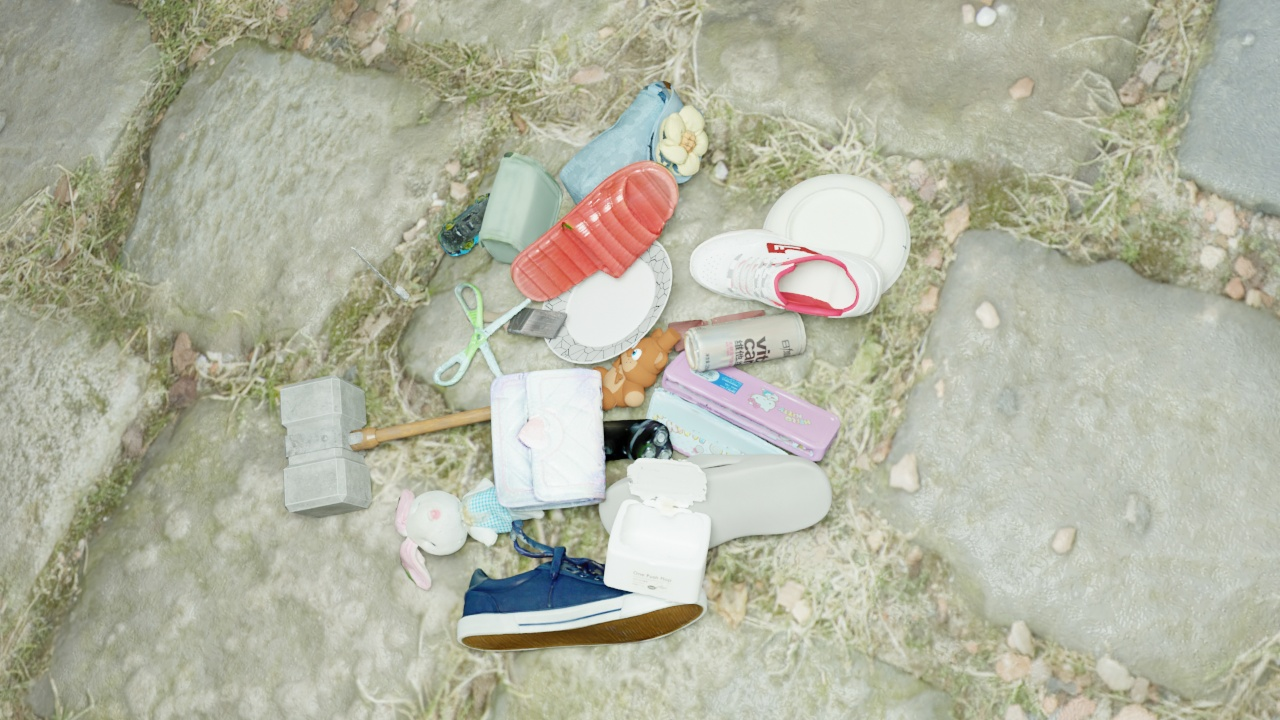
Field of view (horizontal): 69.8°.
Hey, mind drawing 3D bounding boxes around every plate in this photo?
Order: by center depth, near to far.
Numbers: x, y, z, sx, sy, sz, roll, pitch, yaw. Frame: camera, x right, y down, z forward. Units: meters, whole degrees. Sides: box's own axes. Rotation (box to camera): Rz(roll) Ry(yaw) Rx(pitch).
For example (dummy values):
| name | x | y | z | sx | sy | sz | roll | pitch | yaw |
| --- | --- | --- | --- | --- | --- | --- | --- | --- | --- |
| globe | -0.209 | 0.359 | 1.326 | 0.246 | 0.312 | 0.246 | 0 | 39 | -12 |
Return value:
| name | x | y | z | sx | sy | sz | roll | pitch | yaw |
| --- | --- | --- | --- | --- | --- | --- | --- | --- | --- |
| plate | 0.239 | -0.153 | 1.130 | 0.182 | 0.034 | 0.182 | -3 | 74 | 11 |
| plate | -0.041 | -0.077 | 1.153 | 0.189 | 0.016 | 0.188 | -16 | 56 | 25 |

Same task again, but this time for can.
| name | x | y | z | sx | sy | sz | roll | pitch | yaw |
| --- | --- | --- | --- | --- | --- | --- | --- | --- | --- |
| can | 0.123 | -0.022 | 1.089 | 0.135 | 0.054 | 0.054 | -9 | 72 | -9 |

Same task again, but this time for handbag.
| name | x | y | z | sx | sy | sz | roll | pitch | yaw |
| --- | --- | --- | --- | --- | --- | --- | --- | --- | --- |
| handbag | -0.105 | 0.090 | 1.056 | 0.126 | 0.069 | 0.158 | -7 | 71 | 6 |
| handbag | 0.095 | -0.043 | 1.128 | 0.119 | 0.055 | 0.029 | -15 | 112 | 1 |
| handbag | 0.000 | -0.251 | 1.158 | 0.192 | 0.122 | 0.118 | -43 | 52 | -6 |
| handbag | -0.159 | -0.192 | 1.189 | 0.067 | 0.106 | 0.121 | 10 | 77 | 18 |

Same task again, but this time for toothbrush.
| name | x | y | z | sx | sy | sz | roll | pitch | yaw |
| --- | --- | --- | --- | --- | --- | --- | --- | --- | --- |
| toothbrush | -0.327 | -0.111 | 1.161 | 0.010 | 0.181 | 0.010 | 22 | 77 | 11 |

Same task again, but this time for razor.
| name | x | y | z | sx | sy | sz | roll | pitch | yaw |
| --- | --- | --- | --- | --- | --- | --- | --- | --- | --- |
| razor | -0.030 | 0.101 | 1.098 | 0.141 | 0.063 | 0.053 | -5 | 109 | 26 |

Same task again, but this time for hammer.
| name | x | y | z | sx | sy | sz | roll | pitch | yaw |
| --- | --- | --- | --- | --- | --- | --- | --- | --- | --- |
| hammer | -0.287 | 0.086 | 1.150 | 0.318 | 0.083 | 0.162 | -12 | 73 | 9 |

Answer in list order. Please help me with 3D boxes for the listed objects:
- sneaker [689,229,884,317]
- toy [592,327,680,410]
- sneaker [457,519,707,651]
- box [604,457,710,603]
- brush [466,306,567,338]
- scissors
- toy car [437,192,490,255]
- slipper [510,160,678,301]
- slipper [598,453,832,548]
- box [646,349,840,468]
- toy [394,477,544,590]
| name | x | y | z | sx | sy | sz | roll | pitch | yaw |
| --- | --- | --- | --- | --- | --- | --- | --- | --- | --- |
| sneaker | 0.156 | -0.099 | 1.074 | 0.237 | 0.104 | 0.090 | 16 | 106 | 24 |
| toy | -0.007 | 0.006 | 1.106 | 0.128 | 0.065 | 0.094 | -46 | 29 | 25 |
| sneaker | -0.069 | 0.256 | 1.056 | 0.295 | 0.121 | 0.127 | -7 | 56 | 14 |
| box | 0.025 | 0.170 | 0.978 | 0.109 | 0.134 | 0.107 | 12 | 33 | 6 |
| brush | -0.163 | -0.053 | 1.184 | 0.151 | 0.012 | 0.038 | 9 | 70 | 27 |
| scissors | -0.206 | -0.028 | 1.184 | 0.172 | 0.021 | 0.171 | -34 | 63 | 12 |
| toy car | -0.223 | -0.181 | 1.238 | 0.105 | 0.032 | 0.048 | -42 | 70 | -7 |
| slipper | -0.054 | -0.143 | 1.121 | 0.249 | 0.103 | 0.059 | -35 | 35 | 20 |
| slipper | 0.087 | 0.151 | 1.058 | 0.266 | 0.080 | 0.113 | -14 | 113 | 19 |
| box | 0.119 | 0.080 | 1.095 | 0.214 | 0.091 | 0.092 | 26 | 41 | 18 |
| toy | -0.212 | 0.193 | 1.095 | 0.205 | 0.105 | 0.131 | -16 | 75 | 9 |
